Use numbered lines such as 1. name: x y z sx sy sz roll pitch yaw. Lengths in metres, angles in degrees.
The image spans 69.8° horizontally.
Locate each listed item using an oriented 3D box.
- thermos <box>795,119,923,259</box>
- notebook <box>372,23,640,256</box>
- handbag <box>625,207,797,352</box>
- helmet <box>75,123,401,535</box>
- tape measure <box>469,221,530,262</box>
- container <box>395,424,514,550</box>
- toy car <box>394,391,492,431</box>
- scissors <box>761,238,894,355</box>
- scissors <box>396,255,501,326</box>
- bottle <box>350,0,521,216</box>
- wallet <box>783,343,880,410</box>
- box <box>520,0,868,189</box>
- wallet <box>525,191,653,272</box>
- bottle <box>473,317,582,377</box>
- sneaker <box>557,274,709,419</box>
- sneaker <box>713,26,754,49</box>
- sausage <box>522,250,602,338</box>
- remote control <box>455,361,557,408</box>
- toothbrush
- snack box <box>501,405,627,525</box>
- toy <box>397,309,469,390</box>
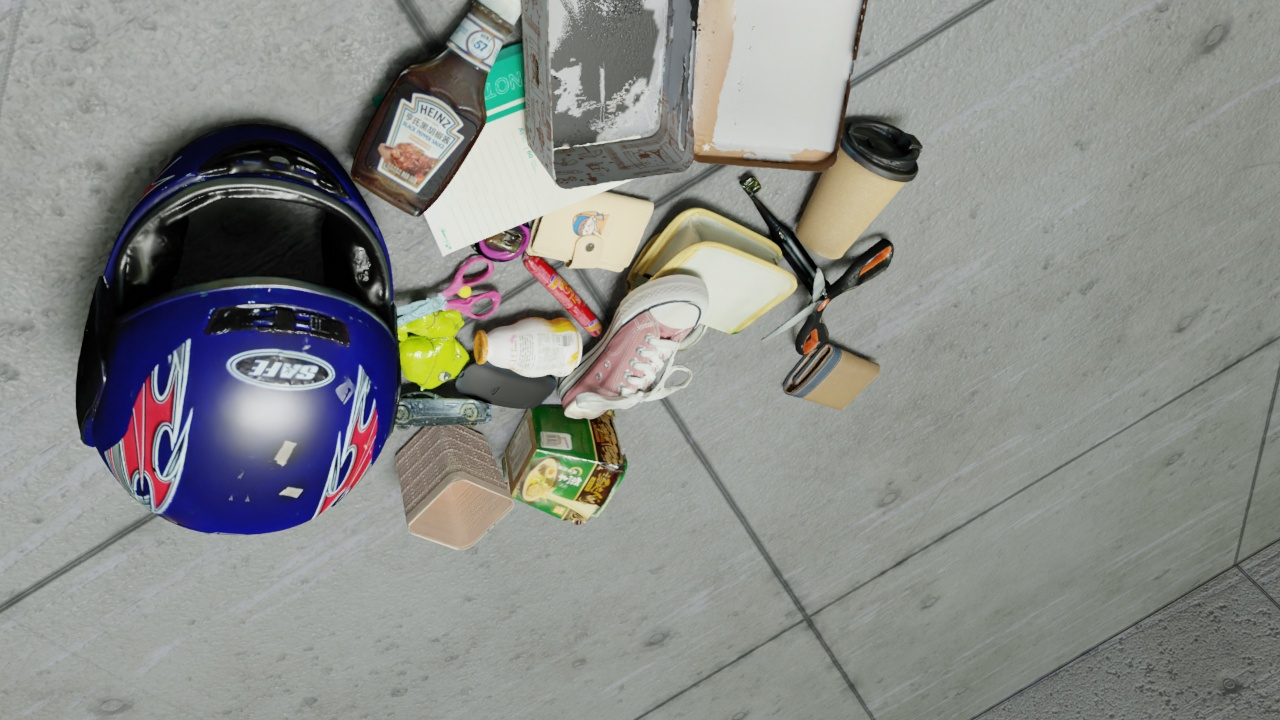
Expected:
1. thermos: 0.225 -0.180 0.972 0.093 0.093 0.144 1 136 -29
2. notebook: -0.106 -0.197 0.807 0.209 0.012 0.150 -23 121 -6
3. handbag: 0.059 -0.077 1.006 0.163 0.063 0.179 17 135 -37
4. helmet: -0.311 -0.002 0.743 0.246 0.240 0.316 4 127 -32
5. tape measure: -0.133 -0.122 0.868 0.057 0.039 0.057 11 123 -35
6. container: -0.209 0.131 1.009 0.090 0.111 0.090 -44 135 14
7. toy car: -0.217 0.053 0.969 0.120 0.036 0.054 2 165 -12
8. scissors: 0.219 -0.068 1.063 0.220 0.021 0.235 -40 159 -14
9. scissors: -0.195 -0.048 0.894 0.137 0.017 0.073 -32 128 -24
10. bottle: -0.160 -0.215 0.748 0.080 0.044 0.195 31 103 -19
11. wallet: 0.254 0.022 1.210 0.115 0.033 0.090 17 123 -39
12. box: 0.043 -0.239 0.745 0.259 0.110 0.179 -12 131 -16
13. wallet: -0.051 -0.129 0.913 0.115 0.024 0.087 6 122 -33
14. bottle: -0.117 -0.014 0.958 0.108 0.063 0.063 -1 129 -28
15. sneaker: -0.006 0.006 0.978 0.118 0.087 0.242 13 138 -36
16. sneaker: 0.116 -0.299 0.799 0.090 0.089 0.243 -20 135 -8
17. sausage: -0.078 -0.067 0.962 0.020 0.020 0.156 -36 137 6
18. remote control: -0.141 0.031 0.999 0.053 0.024 0.136 -48 145 20
19. toothbrush: 0.162 -0.135 1.020 0.027 0.026 0.212 -28 138 17
20. snack box: -0.092 0.114 1.063 0.105 0.118 0.118 16 121 -25
21. toy: -0.214 -0.014 0.932 0.096 0.031 0.100 12 118 -37
